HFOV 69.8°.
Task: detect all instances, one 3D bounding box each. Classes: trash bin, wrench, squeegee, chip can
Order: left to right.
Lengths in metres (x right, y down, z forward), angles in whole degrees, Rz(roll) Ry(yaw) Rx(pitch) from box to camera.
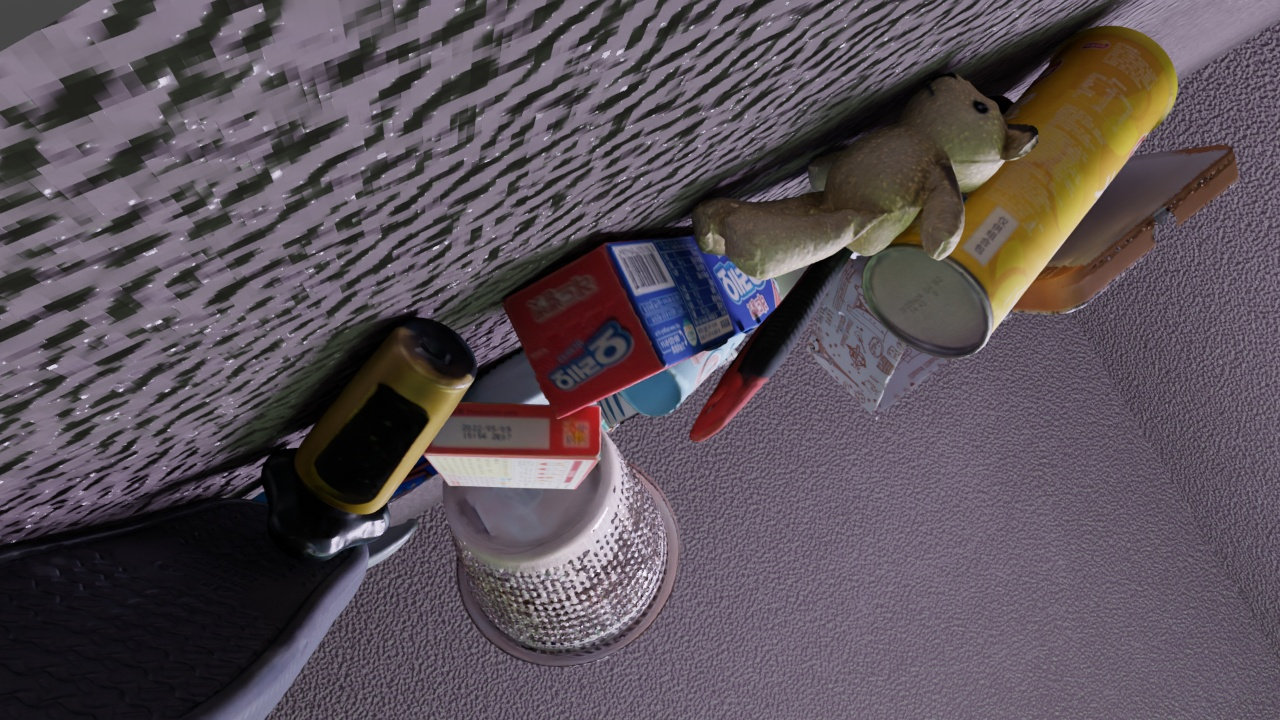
[{"bbox_3d":[-0.276,0.168,0.673,0.249,0.040,0.248,-15,167,-34],"label":"squeegee"},{"bbox_3d":[-0.083,0.144,0.840,0.227,0.227,0.192,-29,149,-10],"label":"trash bin"},{"bbox_3d":[0.101,-0.054,0.462,0.272,0.016,0.056,-48,-174,-31],"label":"wrench"},{"bbox_3d":[0.205,-0.094,0.486,0.212,0.072,0.072,-45,-176,-25],"label":"chip can"}]

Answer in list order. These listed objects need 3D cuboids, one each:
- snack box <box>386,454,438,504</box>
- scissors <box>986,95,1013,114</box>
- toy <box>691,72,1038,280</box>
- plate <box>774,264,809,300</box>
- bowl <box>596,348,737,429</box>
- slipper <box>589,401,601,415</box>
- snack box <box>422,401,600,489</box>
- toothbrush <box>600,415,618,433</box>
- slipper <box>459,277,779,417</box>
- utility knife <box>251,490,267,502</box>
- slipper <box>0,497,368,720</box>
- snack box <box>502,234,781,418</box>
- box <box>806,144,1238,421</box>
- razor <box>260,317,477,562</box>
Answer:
[{"bbox_3d":[-0.241,0.120,0.748,0.156,0.026,0.085,-27,176,-41],"label":"snack box"},{"bbox_3d":[0.153,-0.103,0.613,0.196,0.015,0.206,-5,155,-24],"label":"scissors"},{"bbox_3d":[0.097,-0.079,0.411,0.157,0.066,0.105,-25,-152,-15],"label":"toy"},{"bbox_3d":[0.107,-0.055,0.780,0.164,0.034,0.164,-18,178,7],"label":"plate"},{"bbox_3d":[0.011,-0.002,0.717,0.116,0.066,0.116,-29,178,-1],"label":"bowl"},{"bbox_3d":[-0.035,0.029,0.918,0.114,0.054,0.274,-29,175,-3],"label":"slipper"},{"bbox_3d":[-0.065,0.047,0.469,0.077,0.027,0.156,3,167,-7],"label":"snack box"},{"bbox_3d":[0.021,0.021,0.822,0.029,0.020,0.190,1,153,-43],"label":"toothbrush"},{"bbox_3d":[-0.003,0.003,0.591,0.244,0.074,0.104,-25,175,-25],"label":"slipper"},{"bbox_3d":[-0.192,0.072,0.488,0.216,0.018,0.034,-31,178,7],"label":"utility knife"},{"bbox_3d":[-0.179,0.117,0.344,0.268,0.110,0.083,-62,171,-87],"label":"slipper"},{"bbox_3d":[0.015,-0.027,0.449,0.058,0.057,0.207,-26,179,24],"label":"snack box"},{"bbox_3d":[0.239,-0.070,0.633,0.178,0.125,0.274,-33,177,-21],"label":"box"},{"bbox_3d":[-0.108,0.034,0.362,0.168,0.062,0.067,-40,-161,49],"label":"razor"}]
